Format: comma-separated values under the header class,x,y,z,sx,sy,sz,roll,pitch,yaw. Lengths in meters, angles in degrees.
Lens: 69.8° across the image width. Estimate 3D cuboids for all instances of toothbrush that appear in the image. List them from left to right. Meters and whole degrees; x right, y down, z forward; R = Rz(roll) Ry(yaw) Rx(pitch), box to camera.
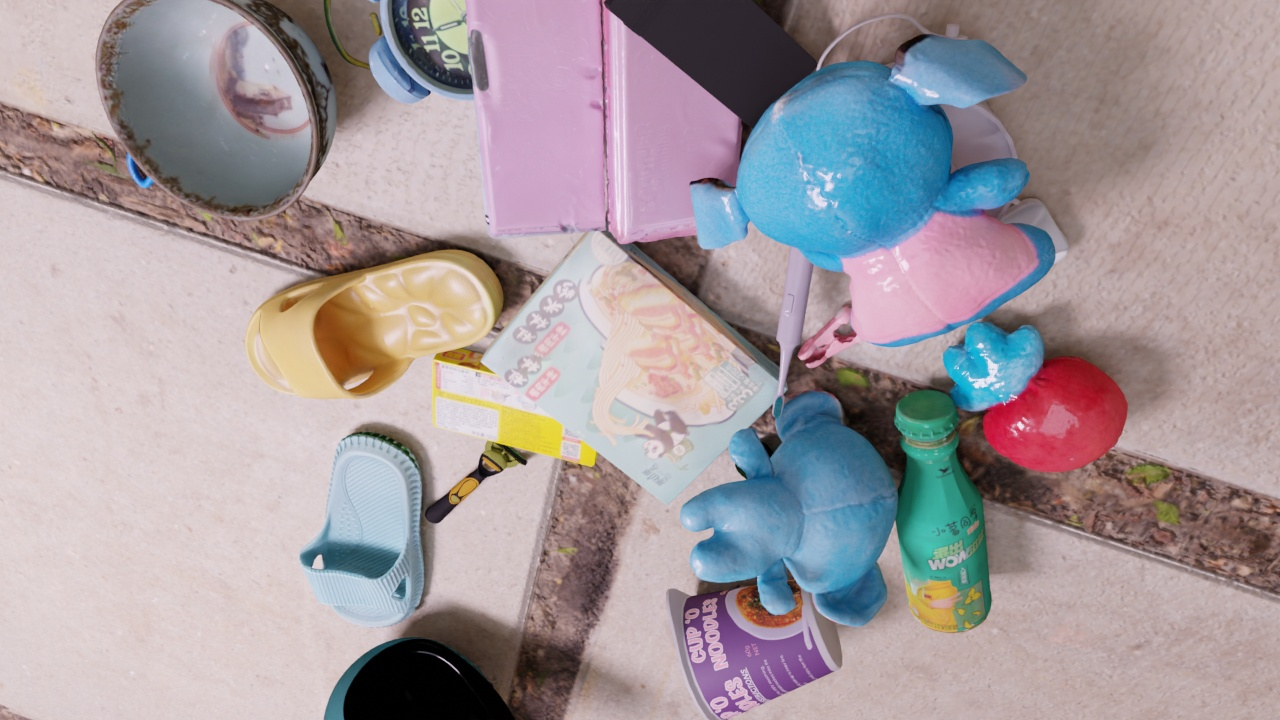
class,x,y,z,sx,sy,sz,roll,pitch,yaw
toothbrush,0.111,-0.045,0.654,0.018,0.019,0.188,8,111,7

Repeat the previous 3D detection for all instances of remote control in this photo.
class,x,y,z,sx,sy,sz,roll,pitch,yaw
remote control,0.045,-0.196,0.553,0.133,0.013,0.058,30,107,-33
remote control,0.225,-0.060,0.639,0.134,0.022,0.050,-31,110,30

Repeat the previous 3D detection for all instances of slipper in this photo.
class,x,y,z,sx,sy,sz,roll,pitch,yaw
slipper,-0.236,-0.021,0.758,0.264,0.078,0.099,-15,115,23
slipper,-0.274,0.188,0.913,0.116,0.069,0.277,16,125,1

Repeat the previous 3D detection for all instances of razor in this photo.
class,x,y,z,sx,sy,sz,roll,pitch,yaw
razor,-0.163,0.117,0.865,0.044,0.021,0.144,40,126,-12

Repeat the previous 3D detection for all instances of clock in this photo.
class,x,y,z,sx,sy,sz,roll,pitch,yaw
clock,-0.128,-0.227,0.602,0.162,0.059,0.118,-1,123,13
clock,0.170,-0.139,0.578,0.120,0.060,0.159,-25,114,28

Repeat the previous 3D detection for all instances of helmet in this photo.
class,x,y,z,sx,sy,sz,roll,pitch,yaw
helmet,-0.210,0.424,0.963,0.275,0.176,0.201,40,144,16

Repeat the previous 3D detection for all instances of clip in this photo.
class,x,y,z,sx,sy,sz,roll,pitch,yaw
clip,0.142,-0.020,0.689,0.060,0.023,0.045,-14,113,21

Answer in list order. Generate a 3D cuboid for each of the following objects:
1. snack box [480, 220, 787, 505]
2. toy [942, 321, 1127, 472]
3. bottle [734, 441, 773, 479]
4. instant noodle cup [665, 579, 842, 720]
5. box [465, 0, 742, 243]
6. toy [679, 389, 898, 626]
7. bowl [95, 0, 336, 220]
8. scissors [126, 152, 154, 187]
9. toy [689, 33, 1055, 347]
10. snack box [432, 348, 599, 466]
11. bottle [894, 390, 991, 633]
class,x,y,z,sx,sy,sz,roll,pitch,yaw
snack box,-0.004,0.004,0.716,0.193,0.044,0.142,39,110,-12
toy,0.280,0.026,0.662,0.133,0.062,0.092,41,116,7
bottle,0.132,0.119,0.776,0.033,0.032,0.123,-36,108,31
instant noodle cup,0.107,0.247,0.827,0.122,0.121,0.137,-22,106,16
box,-0.018,-0.182,0.574,0.179,0.040,0.233,-8,124,-9
toy,0.110,0.120,0.703,0.180,0.115,0.183,-11,86,-20
bowl,-0.280,-0.190,0.648,0.160,0.093,0.160,7,124,11
scissors,-0.366,-0.169,0.735,0.126,0.013,0.126,-32,114,32
toy,0.133,-0.084,0.543,0.225,0.098,0.191,-24,122,39
snack box,-0.105,0.039,0.793,0.152,0.025,0.075,13,125,7
bottle,0.236,0.120,0.726,0.068,0.067,0.210,-6,121,19
